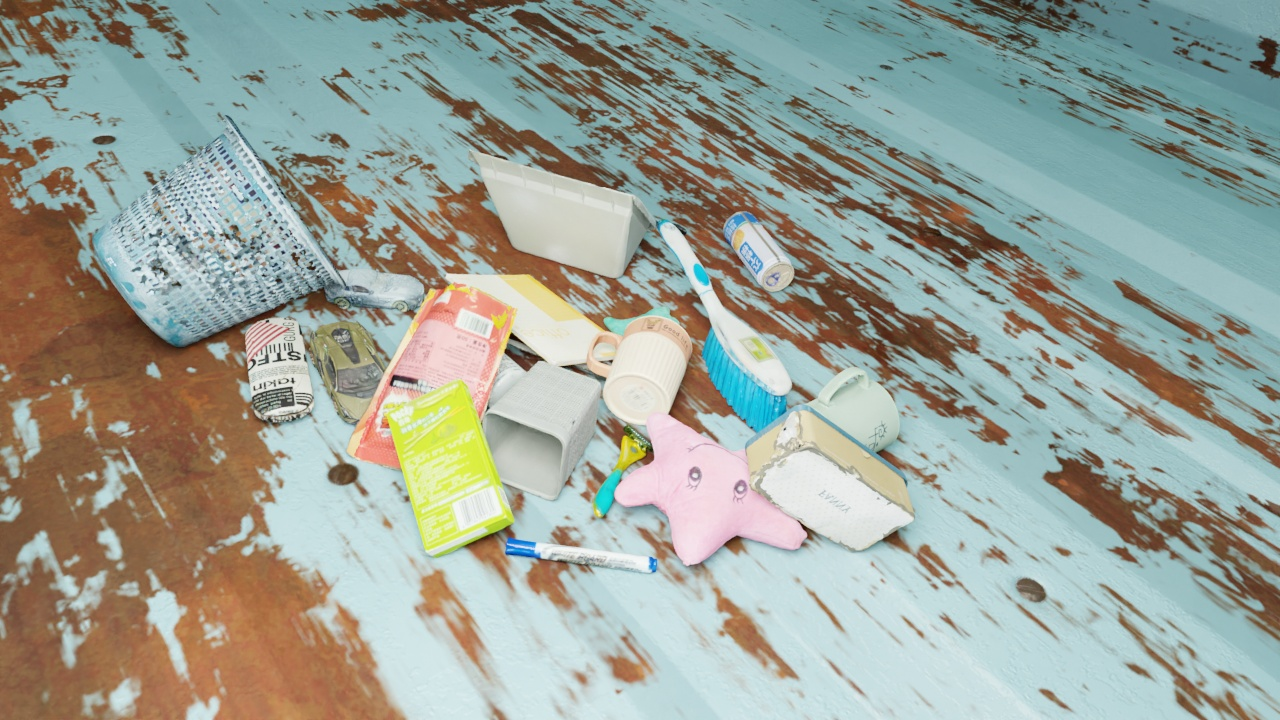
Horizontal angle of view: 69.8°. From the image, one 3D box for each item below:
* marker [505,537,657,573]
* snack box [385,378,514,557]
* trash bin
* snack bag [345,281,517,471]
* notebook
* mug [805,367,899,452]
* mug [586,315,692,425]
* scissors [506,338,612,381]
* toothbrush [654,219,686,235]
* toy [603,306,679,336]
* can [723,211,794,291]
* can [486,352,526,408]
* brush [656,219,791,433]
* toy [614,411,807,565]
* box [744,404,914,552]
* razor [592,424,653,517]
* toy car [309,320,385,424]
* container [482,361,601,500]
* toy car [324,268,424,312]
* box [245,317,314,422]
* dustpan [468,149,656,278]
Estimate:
[{"bbox_3d":[-0.056,0.187,0.880,0.146,0.017,0.016,8,39,-2],"label":"marker"},{"bbox_3d":[-0.186,0.102,0.888,0.086,0.026,0.156,-26,64,2],"label":"snack box"},{"bbox_3d":[-0.477,-0.126,1.025,0.195,0.227,0.226,-35,53,-12],"label":"trash bin"},{"bbox_3d":[-0.212,0.021,0.969,0.129,0.073,0.207,13,67,10],"label":"snack bag"},{"bbox_3d":[-0.123,-0.054,1.127,0.206,0.010,0.145,37,26,30],"label":"notebook"},{"bbox_3d":[0.219,0.064,1.009,0.106,0.112,0.082,-20,33,-28],"label":"mug"},{"bbox_3d":[-0.006,0.006,1.054,0.114,0.082,0.105,20,41,1],"label":"mug"},{"bbox_3d":[-0.102,-0.002,1.076,0.159,0.014,0.177,3,39,-29],"label":"scissors"},{"bbox_3d":[-0.014,-0.225,1.390,0.189,0.014,0.016,22,33,16],"label":"toothbrush"},{"bbox_3d":[0.015,-0.040,1.159,0.091,0.030,0.096,-29,58,-34],"label":"toy"},{"bbox_3d":[0.168,-0.156,1.311,0.053,0.053,0.134,-7,42,-20],"label":"can"},{"bbox_3d":[-0.191,-0.001,1.048,0.058,0.058,0.147,-28,52,-36],"label":"can"},{"bbox_3d":[0.093,-0.048,1.122,0.060,0.110,0.314,-15,45,-23],"label":"brush"},{"bbox_3d":[0.075,0.139,0.920,0.194,0.075,0.178,19,46,3],"label":"toy"},{"bbox_3d":[0.191,0.122,0.905,0.184,0.090,0.060,34,33,-29],"label":"box"},{"bbox_3d":[-0.023,0.121,0.957,0.043,0.028,0.132,42,38,-9],"label":"razor"},{"bbox_3d":[-0.319,0.011,1.024,0.070,0.042,0.158,-17,48,-28],"label":"toy car"},{"bbox_3d":[-0.099,0.068,0.961,0.090,0.090,0.114,20,37,12],"label":"container"},{"bbox_3d":[-0.332,-0.091,1.147,0.120,0.037,0.054,5,39,-10],"label":"toy car"},{"bbox_3d":[-0.398,0.004,1.006,0.070,0.056,0.164,-25,47,-10],"label":"box"},{"bbox_3d":[-0.084,-0.220,1.233,0.223,0.258,0.142,17,63,9],"label":"dustpan"}]
